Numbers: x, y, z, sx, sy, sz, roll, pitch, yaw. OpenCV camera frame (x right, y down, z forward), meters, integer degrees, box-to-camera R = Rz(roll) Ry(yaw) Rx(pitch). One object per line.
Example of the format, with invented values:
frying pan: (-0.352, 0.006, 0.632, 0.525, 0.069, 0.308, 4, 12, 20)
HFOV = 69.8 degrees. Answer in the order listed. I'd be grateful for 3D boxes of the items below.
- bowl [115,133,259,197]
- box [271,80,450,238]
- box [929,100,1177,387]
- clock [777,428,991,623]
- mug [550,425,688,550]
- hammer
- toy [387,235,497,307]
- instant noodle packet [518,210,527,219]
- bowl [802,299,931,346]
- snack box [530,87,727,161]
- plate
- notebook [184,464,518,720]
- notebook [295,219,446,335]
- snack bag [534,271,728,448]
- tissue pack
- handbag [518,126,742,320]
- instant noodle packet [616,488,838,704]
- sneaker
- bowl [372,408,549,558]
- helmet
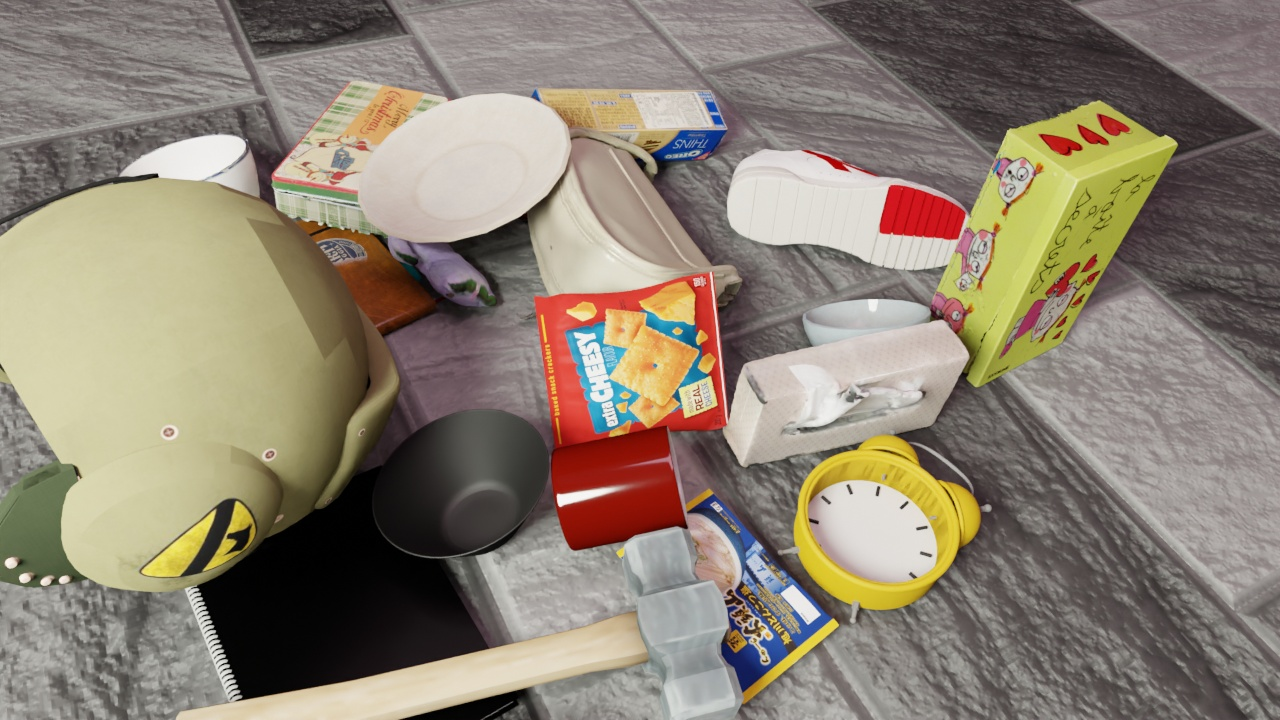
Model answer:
bowl: (-0.395, -0.148, 0.817, 0.116, 0.066, 0.116, -6, 37, 4)
box: (-0.265, -0.202, 0.894, 0.117, 0.050, 0.205, 14, 42, 0)
box: (0.330, -0.094, 0.765, 0.124, 0.221, 0.082, -20, 54, -26)
clock: (0.179, 0.115, 0.673, 0.151, 0.052, 0.113, -34, 59, -26)
mug: (-0.014, 0.087, 0.659, 0.082, 0.073, 0.105, -12, 7, 3)
hammer: (-0.103, 0.189, 0.548, 0.322, 0.051, 0.117, -10, 55, -11)
toy: (-0.176, -0.080, 0.801, 0.100, 0.036, 0.080, 42, 15, 32)
instant noodle packet: (-0.111, -0.204, 0.935, 0.098, 0.040, 0.135, 34, 52, 14)
bowl: (0.193, -0.022, 0.786, 0.106, 0.039, 0.106, -6, 16, 1)
snack box: (-0.014, -0.238, 0.934, 0.206, 0.057, 0.056, -8, 68, -29)
plate: (-0.150, -0.162, 0.795, 0.189, 0.027, 0.188, -6, 52, 8)
notebook: (-0.196, 0.174, 0.597, 0.148, 0.016, 0.206, -23, 55, -26)
notebook: (-0.317, -0.054, 0.789, 0.248, 0.014, 0.178, -30, 58, -29)
snack bag: (-0.004, 0.004, 0.716, 0.144, 0.131, 0.039, -10, 11, -16)
tissue pack: (0.163, 0.030, 0.712, 0.181, 0.104, 0.071, -8, 52, -15)
handbag: (-0.025, -0.105, 0.840, 0.183, 0.132, 0.229, 2, 46, -40)
instant noodle packet: (0.059, 0.157, 0.634, 0.086, 0.026, 0.134, -31, 58, -24)
sneaker: (0.207, -0.163, 0.911, 0.237, 0.090, 0.104, 8, 42, 6)
bowl: (-0.118, 0.098, 0.642, 0.124, 0.053, 0.123, -7, 46, 7)
helmet: (-0.272, 0.018, 0.551, 0.232, 0.256, 0.250, -31, 59, -26)
